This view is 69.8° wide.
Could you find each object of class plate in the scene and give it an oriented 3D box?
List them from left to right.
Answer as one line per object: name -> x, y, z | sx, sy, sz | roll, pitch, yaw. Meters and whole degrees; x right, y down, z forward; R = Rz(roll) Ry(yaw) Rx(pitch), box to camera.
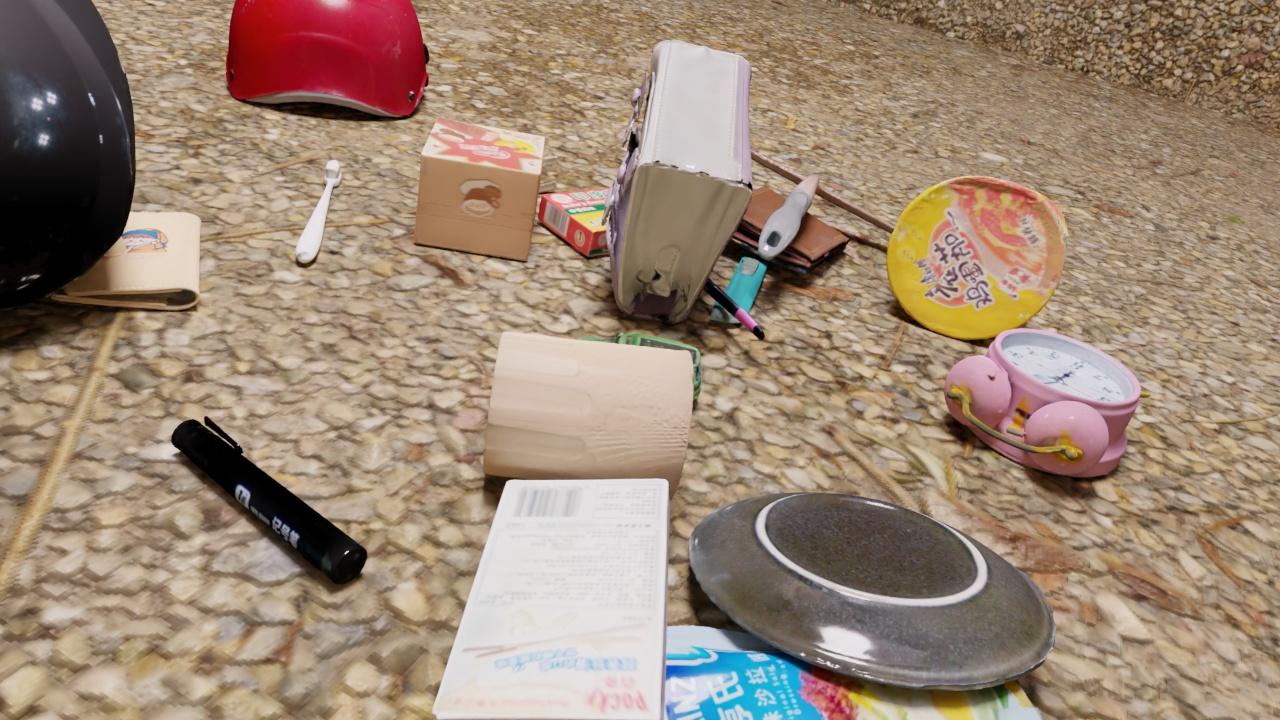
plate -> 0.113, 0.099, 0.456 | 0.179, 0.024, 0.179 | 5, 16, -2

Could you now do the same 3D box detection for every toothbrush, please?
toothbrush -> -0.255, -0.122, 0.733 | 0.016, 0.016, 0.180 | 3, 32, -12
toothbrush -> 0.053, -0.058, 0.730 | 0.017, 0.014, 0.189 | -10, 29, -16

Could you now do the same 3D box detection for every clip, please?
clip -> -0.131, -0.188, 0.877 | 0.103, 0.035, 0.092 | 0, 36, -6

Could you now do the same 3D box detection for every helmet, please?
helmet -> -0.414, -0.151, 0.514 | 0.230, 0.234, 0.274 | 23, 21, -43
helmet -> -0.331, -0.363, 0.986 | 0.207, 0.144, 0.239 | 3, 31, -13

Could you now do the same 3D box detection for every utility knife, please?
utility knife -> 0.094, -0.078, 0.797 | 0.029, 0.013, 0.215 | 19, 30, 7

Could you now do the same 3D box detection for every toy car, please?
toy car -> -0.004, 0.004, 0.605 | 0.091, 0.036, 0.043 | 7, 32, -2

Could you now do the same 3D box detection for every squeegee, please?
squeegee -> 0.142, -0.140, 0.820 | 0.247, 0.040, 0.248 | 30, 30, 5

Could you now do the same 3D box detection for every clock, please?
clock -> 0.280, 0.030, 0.644 | 0.158, 0.060, 0.117 | -21, 44, -41

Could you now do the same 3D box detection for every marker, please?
marker -> -0.182, 0.065, 0.447 | 0.132, 0.020, 0.022 | 29, 49, 26

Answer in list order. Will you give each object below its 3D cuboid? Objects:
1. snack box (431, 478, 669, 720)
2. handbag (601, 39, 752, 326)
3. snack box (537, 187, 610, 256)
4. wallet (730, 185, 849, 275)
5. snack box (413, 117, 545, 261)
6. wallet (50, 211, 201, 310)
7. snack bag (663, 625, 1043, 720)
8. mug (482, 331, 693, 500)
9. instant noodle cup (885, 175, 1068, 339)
snack box -> -0.031, 0.105, 0.405 | 0.085, 0.027, 0.156 | -1, 27, 4
handbag -> 0.027, -0.141, 0.717 | 0.098, 0.145, 0.196 | 11, 42, -2
snack box -> -0.007, -0.130, 0.831 | 0.155, 0.027, 0.077 | -15, 41, -39
wallet -> 0.134, -0.120, 0.854 | 0.101, 0.032, 0.124 | 33, 30, 16
snack box -> -0.130, -0.142, 0.754 | 0.092, 0.077, 0.094 | 9, 31, -8
wallet -> -0.340, -0.070, 0.609 | 0.087, 0.024, 0.115 | -4, 36, -23
snack bag -> 0.069, 0.150, 0.387 | 0.191, 0.039, 0.110 | 0, 37, -16
mug -> -0.031, 0.027, 0.523 | 0.103, 0.084, 0.124 | 8, 6, -6
instant noodle cup -> 0.288, -0.099, 0.800 | 0.138, 0.138, 0.109 | 20, 23, 11
